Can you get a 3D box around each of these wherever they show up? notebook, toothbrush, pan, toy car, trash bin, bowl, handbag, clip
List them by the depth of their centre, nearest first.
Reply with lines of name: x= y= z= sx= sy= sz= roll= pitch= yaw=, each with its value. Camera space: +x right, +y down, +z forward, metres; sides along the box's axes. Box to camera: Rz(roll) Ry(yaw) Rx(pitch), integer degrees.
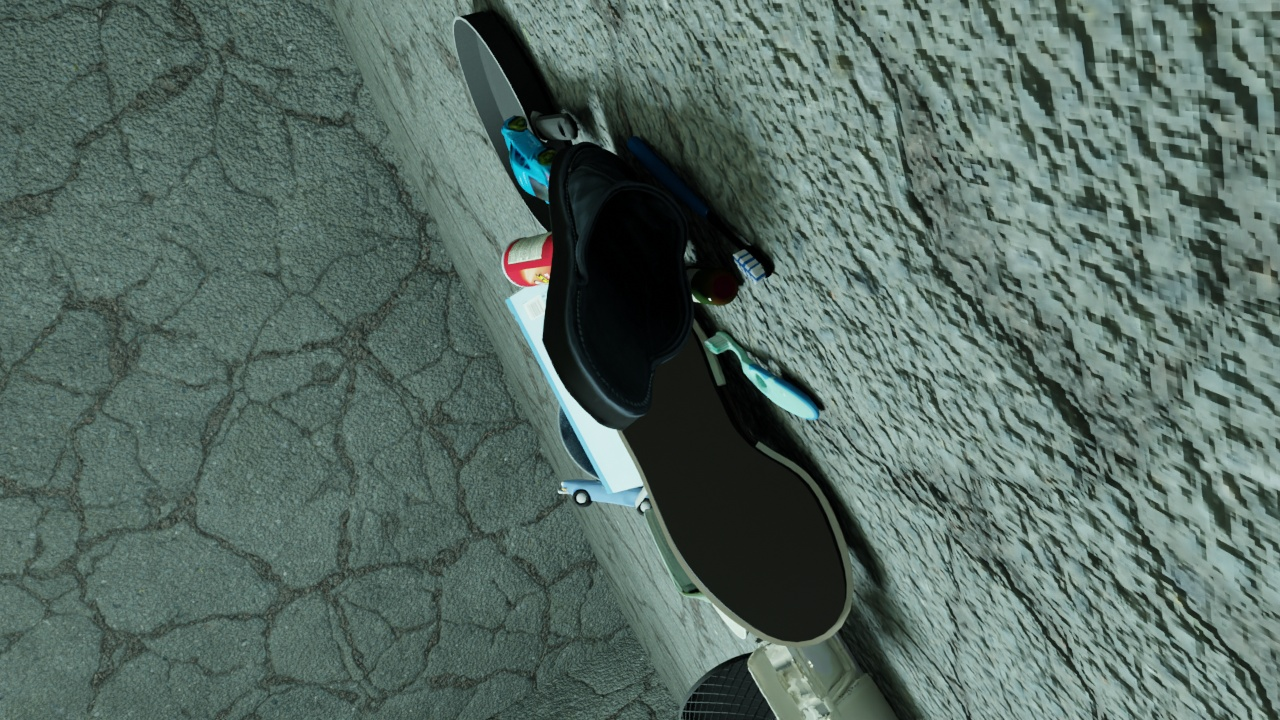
toothbrush: x=0.033 y=-0.100 z=0.583 sx=0.167 sy=0.014 sz=0.014 roll=52 pitch=170 yaw=39
toothbrush: x=0.080 y=0.009 z=0.622 sx=0.135 sy=0.017 sz=0.022 roll=45 pitch=156 yaw=56
toy car: x=-0.090 y=-0.162 z=0.753 sx=0.105 sy=0.032 sz=0.048 roll=53 pitch=168 yaw=39
pan: x=-0.097 y=-0.213 z=0.834 sx=0.225 sy=0.034 sz=0.356 roll=66 pitch=168 yaw=-19
handbag: x=0.062 y=0.189 z=0.921 sx=0.122 sy=0.067 sz=0.106 roll=50 pitch=-163 yaw=-66
trash bin: x=0.143 y=0.427 z=0.938 sx=0.210 sy=0.184 sz=0.184 roll=-123 pitch=11 yaw=-52
notebook: x=-0.040 y=0.018 z=0.973 sx=0.182 sy=0.009 sz=0.253 roll=-22 pitch=96 yaw=49
bowl: x=-0.022 y=0.069 z=1.053 sx=0.137 sy=0.137 sz=0.057 roll=63 pitch=-150 yaw=-3
clip: x=0.015 y=0.129 z=1.065 sx=0.102 sy=0.052 sz=0.059 roll=123 pitch=141 yaw=-47
toy car: x=-0.032 y=0.172 z=1.212 sx=0.056 sy=0.153 sz=0.054 roll=79 pitch=-161 yaw=-81

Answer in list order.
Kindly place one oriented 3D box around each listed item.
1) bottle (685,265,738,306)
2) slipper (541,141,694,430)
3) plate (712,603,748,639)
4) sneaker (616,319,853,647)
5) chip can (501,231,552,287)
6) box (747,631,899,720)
bottle: x=0.038 y=-0.053 z=0.638 sx=0.025 sy=0.025 sz=0.106 roll=65 pitch=168 yaw=-13
slipper: x=-0.002 y=-0.071 z=0.600 sx=0.109 sy=0.084 sz=0.265 roll=46 pitch=-155 yaw=-31
plate: x=0.086 y=0.234 z=1.067 sx=0.182 sy=0.034 sz=0.182 roll=58 pitch=168 yaw=19
sneaker: x=0.063 y=0.085 z=0.709 sx=0.293 sy=0.112 sz=0.116 roll=55 pitch=-171 yaw=24
chip can: x=-0.071 y=-0.097 z=0.849 sx=0.215 sy=0.051 sz=0.052 roll=5 pitch=123 yaw=64
box: x=0.140 y=0.268 z=0.705 sx=0.143 sy=0.044 sz=0.184 roll=58 pitch=-156 yaw=13
